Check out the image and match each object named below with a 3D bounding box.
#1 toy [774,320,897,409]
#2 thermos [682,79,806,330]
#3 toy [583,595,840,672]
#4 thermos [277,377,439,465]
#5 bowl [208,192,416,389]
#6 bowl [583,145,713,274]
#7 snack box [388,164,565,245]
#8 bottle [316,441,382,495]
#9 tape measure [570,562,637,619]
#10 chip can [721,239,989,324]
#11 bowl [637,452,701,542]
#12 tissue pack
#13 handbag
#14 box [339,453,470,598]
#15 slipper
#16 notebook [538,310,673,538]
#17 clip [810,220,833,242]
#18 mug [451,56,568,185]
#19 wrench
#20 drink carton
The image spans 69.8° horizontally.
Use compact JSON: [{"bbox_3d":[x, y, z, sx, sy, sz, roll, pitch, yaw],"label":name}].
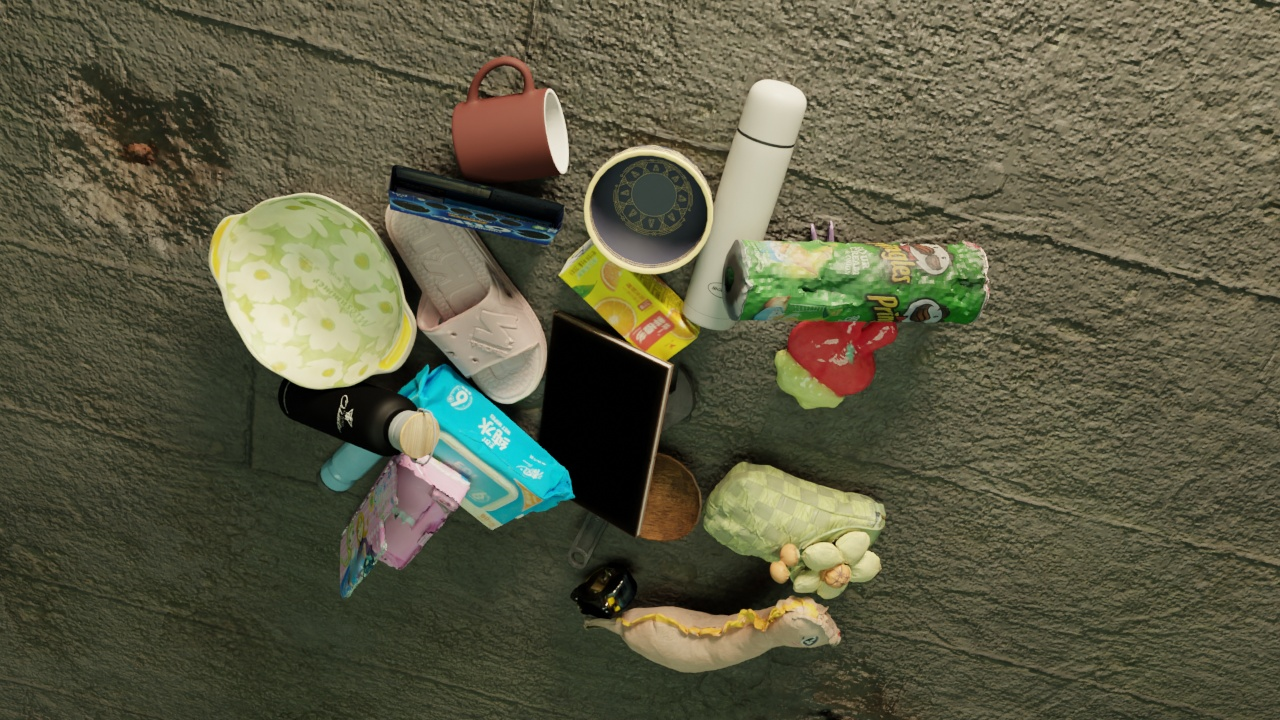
[{"bbox_3d":[0.185,-0.007,0.879,0.091,0.045,0.135,33,122,-8],"label":"toy"},{"bbox_3d":[0.091,-0.135,0.817,0.052,0.052,0.225,15,120,-1],"label":"thermos"},{"bbox_3d":[0.080,0.296,1.010,0.196,0.065,0.265,25,145,-24],"label":"toy"},{"bbox_3d":[-0.271,0.054,0.900,0.232,0.061,0.061,12,126,40],"label":"thermos"},{"bbox_3d":[-0.306,-0.070,0.892,0.219,0.060,0.189,29,111,3],"label":"bowl"},{"bbox_3d":[0.010,-0.141,0.820,0.112,0.061,0.113,3,119,6],"label":"bowl"},{"bbox_3d":[-0.147,-0.136,0.818,0.150,0.082,0.027,12,84,-12],"label":"snack box"},{"bbox_3d":[-0.314,0.107,1.015,0.040,0.040,0.130,42,116,-15],"label":"bottle"},{"bbox_3d":[-0.037,0.261,1.048,0.067,0.062,0.038,-3,124,53],"label":"tape measure"},{"bbox_3d":[0.184,-0.069,0.799,0.223,0.075,0.076,0,120,-10],"label":"chip can"},{"bbox_3d":[0.016,0.142,0.989,0.114,0.026,0.102,9,106,21],"label":"bowl"},{"bbox_3d":[-0.175,0.098,0.967,0.209,0.065,0.117,43,133,-18],"label":"tissue pack"},{"bbox_3d":[0.157,0.184,0.949,0.186,0.116,0.113,19,120,-5],"label":"handbag"},{"bbox_3d":[-0.270,0.187,0.981,0.085,0.096,0.231,33,139,-10],"label":"box"},{"bbox_3d":[-0.170,-0.054,0.892,0.094,0.064,0.239,-21,113,18],"label":"slipper"},{"bbox_3d":[-0.044,0.067,0.937,0.141,0.008,0.209,26,123,26],"label":"notebook"},{"bbox_3d":[0.166,-0.103,0.848,0.036,0.013,0.053,-17,118,18],"label":"clip"},{"bbox_3d":[-0.115,-0.207,0.791,0.082,0.073,0.106,-6,123,11],"label":"mug"},{"bbox_3d":[-0.018,0.118,0.972,0.073,0.018,0.274,32,115,12],"label":"wrench"},{"bbox_3d":[-0.008,-0.060,0.879,0.134,0.042,0.059,43,119,-15],"label":"drink carton"}]
